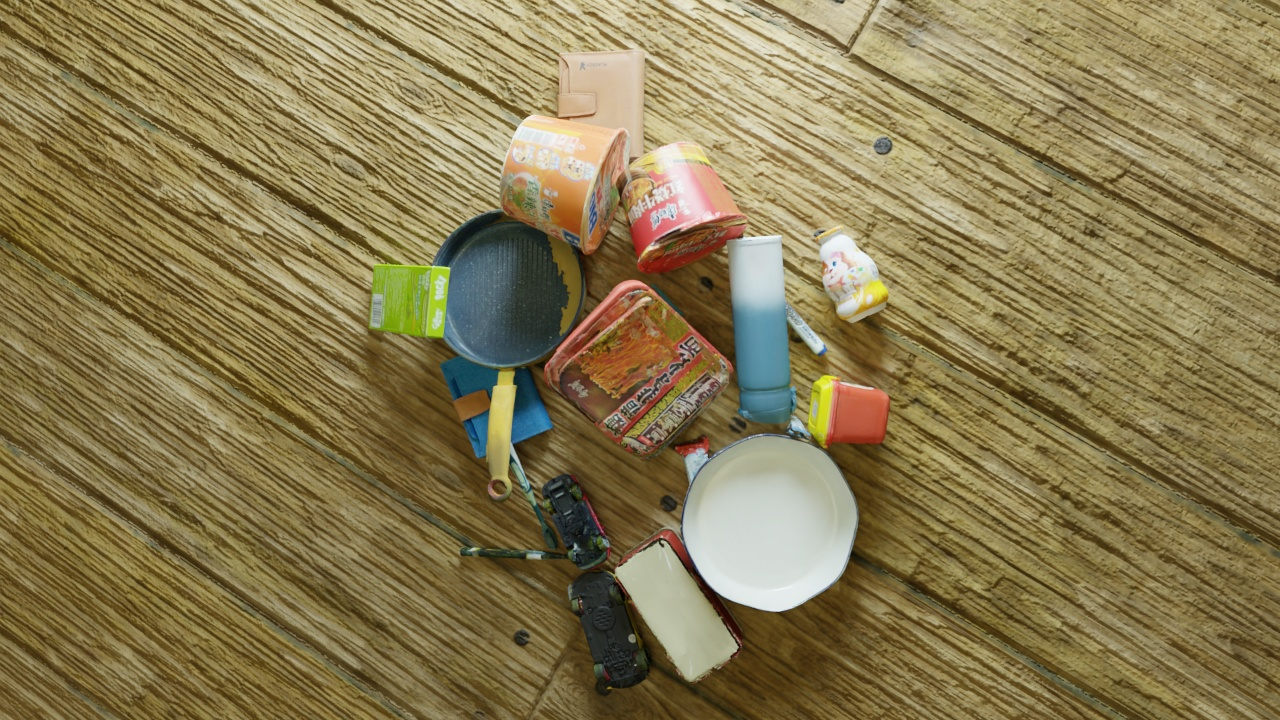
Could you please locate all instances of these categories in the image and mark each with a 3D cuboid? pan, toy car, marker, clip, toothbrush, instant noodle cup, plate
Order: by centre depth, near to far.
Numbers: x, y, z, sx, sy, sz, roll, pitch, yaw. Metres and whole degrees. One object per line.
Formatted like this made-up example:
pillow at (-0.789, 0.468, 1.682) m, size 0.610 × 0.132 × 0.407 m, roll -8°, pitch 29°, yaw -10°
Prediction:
instant noodle cup at (-0.089, -0.211, 1.063) m, size 0.111 × 0.151 × 0.151 m, roll 19°, pitch 95°, yaw 7°
instant noodle cup at (0.042, -0.179, 1.065) m, size 0.138 × 0.138 × 0.108 m, roll -25°, pitch 79°, yaw 10°
instant noodle cup at (-0.006, 0.006, 1.079) m, size 0.164 × 0.079 × 0.189 m, roll -44°, pitch 115°, yaw 8°
clip at (0.185, 0.080, 1.082) m, size 0.024 × 0.056 × 0.028 m, roll 21°, pitch 96°, yaw -5°
plate at (0.150, 0.188, 1.082) m, size 0.205 × 0.045 × 0.205 m, roll 0°, pitch 89°, yaw 1°
marker at (0.171, -0.063, 1.098) m, size 0.017 × 0.017 × 0.146 m, roll -41°, pitch 85°, yaw 9°
pan at (-0.162, -0.010, 1.100) m, size 0.198 × 0.078 × 0.357 m, roll -3°, pitch 82°, yaw 8°
clip at (0.029, -0.069, 1.125) m, size 0.056 × 0.014 × 0.041 m, roll 39°, pitch 98°, yaw 6°
toy car at (-0.078, 0.199, 1.137) m, size 0.053 × 0.045 × 0.120 m, roll -27°, pitch 80°, yaw 11°
toy car at (-0.036, 0.332, 1.138) m, size 0.071 × 0.041 × 0.156 m, roll -21°, pitch 90°, yaw 10°
toothbrush at (-0.146, 0.155, 1.144) m, size 0.016 × 0.018 × 0.191 m, roll -23°, pitch 101°, yaw 4°
toothbrush at (-0.141, 0.247, 1.165) m, size 0.186 × 0.017 × 0.012 m, roll 1°, pitch 79°, yaw 10°

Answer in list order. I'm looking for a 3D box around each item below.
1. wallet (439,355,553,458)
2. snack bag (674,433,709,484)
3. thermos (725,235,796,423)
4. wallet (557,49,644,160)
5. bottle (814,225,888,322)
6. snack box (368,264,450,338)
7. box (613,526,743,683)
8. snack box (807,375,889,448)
wallet at (-0.183, 0.045, 1.157) m, size 0.106 × 0.040 × 0.133 m, roll -22°, pitch 87°, yaw 6°
snack bag at (0.074, 0.144, 1.119) m, size 0.045 × 0.026 × 0.105 m, roll -15°, pitch 90°, yaw 1°
thermos at (0.141, -0.035, 1.071) m, size 0.070 × 0.070 × 0.220 m, roll -4°, pitch 99°, yaw 10°
wallet at (-0.048, -0.311, 1.122) m, size 0.108 × 0.031 × 0.132 m, roll 1°, pitch 91°, yaw 8°
bottle at (0.240, -0.100, 1.061) m, size 0.063 × 0.063 × 0.108 m, roll -26°, pitch 87°, yaw 10°
snack box at (-0.287, -0.075, 1.129) m, size 0.157 × 0.026 × 0.086 m, roll 7°, pitch 93°, yaw 49°
box at (0.044, 0.296, 1.104) m, size 0.091 × 0.078 × 0.168 m, roll -36°, pitch 85°, yaw 9°
snack box at (0.239, 0.062, 1.056) m, size 0.080 × 0.091 × 0.082 m, roll 8°, pitch 94°, yaw 2°
